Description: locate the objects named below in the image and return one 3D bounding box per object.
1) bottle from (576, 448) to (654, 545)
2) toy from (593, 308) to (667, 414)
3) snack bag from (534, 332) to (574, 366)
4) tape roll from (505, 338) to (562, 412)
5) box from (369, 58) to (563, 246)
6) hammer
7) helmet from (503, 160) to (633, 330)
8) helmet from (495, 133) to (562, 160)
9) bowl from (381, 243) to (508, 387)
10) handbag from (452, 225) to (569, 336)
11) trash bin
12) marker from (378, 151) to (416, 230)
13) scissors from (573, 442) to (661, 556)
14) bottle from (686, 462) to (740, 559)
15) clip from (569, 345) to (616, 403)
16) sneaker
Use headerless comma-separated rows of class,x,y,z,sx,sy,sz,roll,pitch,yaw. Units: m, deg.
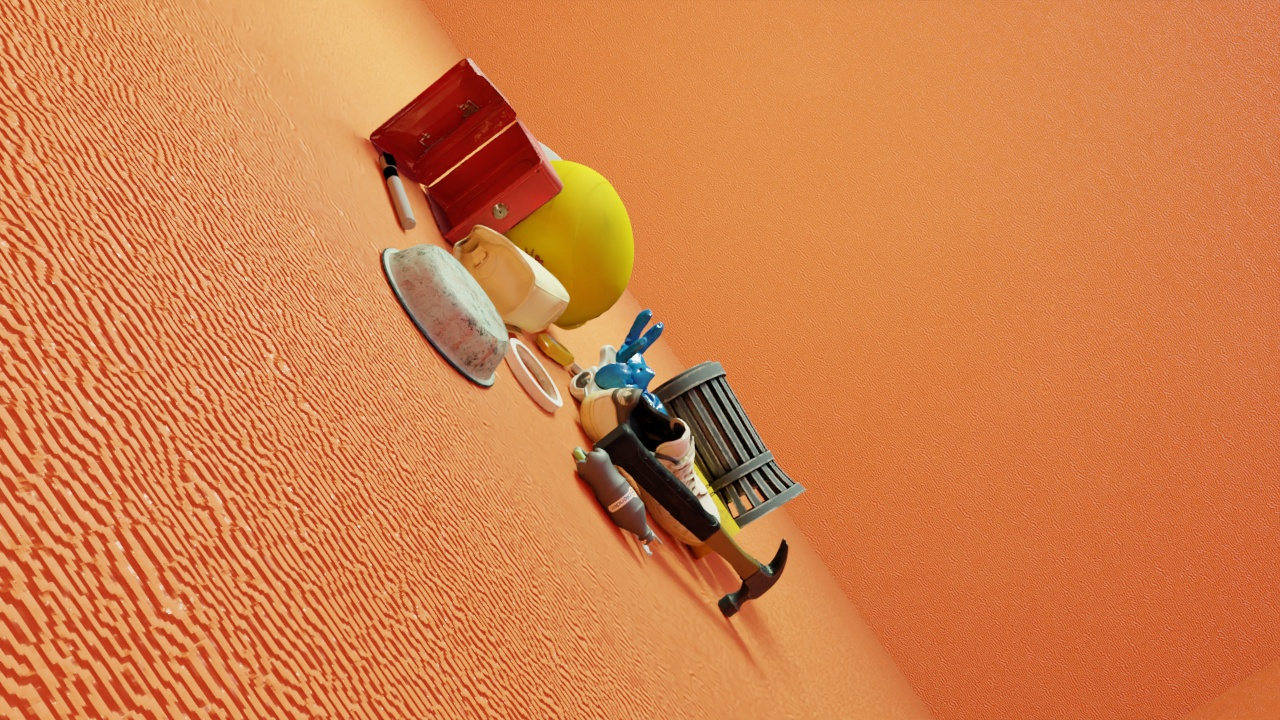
bottle,-0.023,0.141,0.939,0.110,0.036,0.036,54,6,-3
toy,-0.007,0.007,1.185,0.112,0.071,0.176,40,34,-30
snack bag,-0.112,-0.014,1.198,0.026,0.020,0.099,48,3,21
tape roll,-0.118,0.016,1.008,0.093,0.013,0.093,53,6,-9
box,-0.195,-0.229,1.104,0.168,0.157,0.154,54,8,10
hammer,0.064,0.181,1.053,0.333,0.118,0.025,48,7,-34
helmet,-0.082,-0.156,1.213,0.240,0.140,0.208,46,51,-33
helmet,-0.188,-0.258,1.570,0.183,0.118,0.271,1,53,-43
bowl,-0.170,-0.050,0.845,0.157,0.038,0.157,53,6,-9
handbag,-0.152,-0.090,1.055,0.111,0.081,0.119,48,6,15
trash bin,0.109,0.129,1.330,0.227,0.164,0.164,60,7,10
marker,-0.262,-0.183,0.987,0.016,0.016,0.140,48,9,-46
scissors,-0.023,0.147,1.019,0.171,0.022,0.174,54,0,-29
bottle,0.058,0.176,1.219,0.164,0.071,0.071,55,6,9
clip,-0.046,0.050,1.214,0.124,0.073,0.142,53,13,-40
sneaker,0.036,0.120,1.106,0.241,0.103,0.088,49,44,-17
